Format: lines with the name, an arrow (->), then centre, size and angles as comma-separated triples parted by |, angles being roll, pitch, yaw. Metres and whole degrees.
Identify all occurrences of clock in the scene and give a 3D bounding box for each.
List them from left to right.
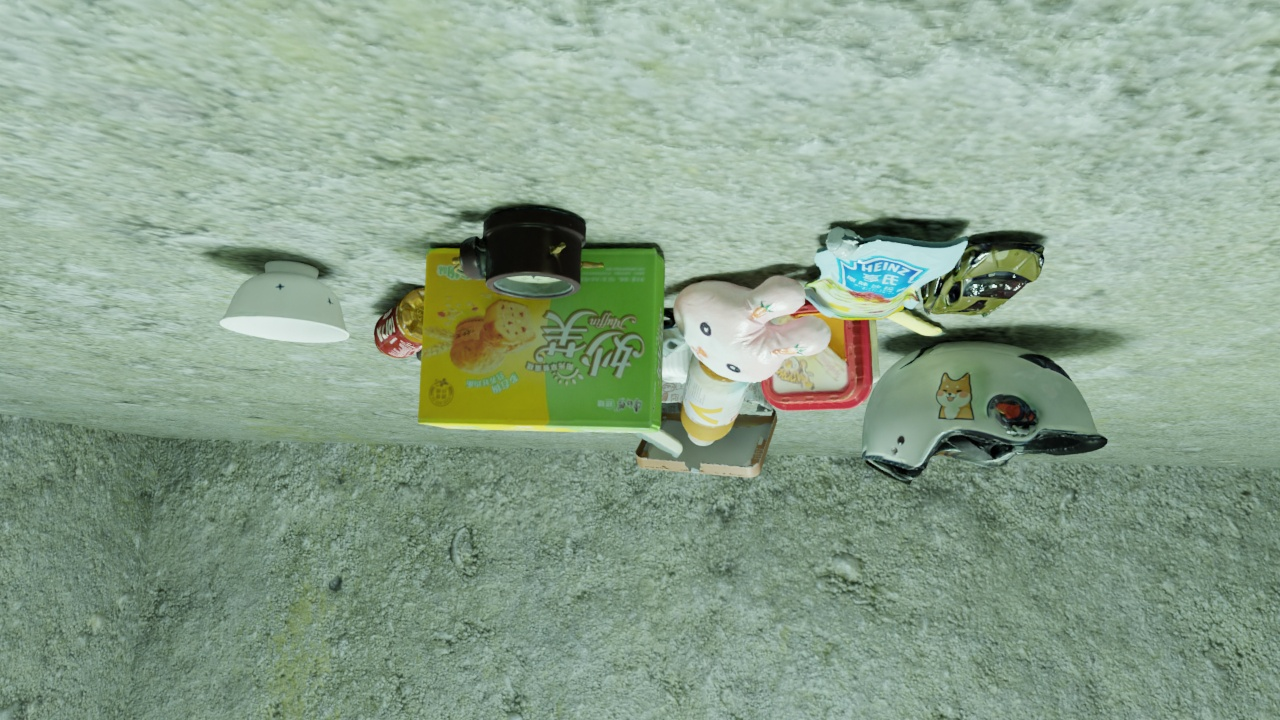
clock -> -0.095, -0.082, 0.736 | 0.122, 0.055, 0.082 | -7, 167, 29

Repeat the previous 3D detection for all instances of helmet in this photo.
helmet -> 0.399, 0.053, 1.114 | 0.274, 0.156, 0.230 | -12, 165, 15

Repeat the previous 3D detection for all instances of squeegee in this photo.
squeegee -> -0.006, 0.006, 1.004 | 0.246, 0.039, 0.247 | 30, 152, -11

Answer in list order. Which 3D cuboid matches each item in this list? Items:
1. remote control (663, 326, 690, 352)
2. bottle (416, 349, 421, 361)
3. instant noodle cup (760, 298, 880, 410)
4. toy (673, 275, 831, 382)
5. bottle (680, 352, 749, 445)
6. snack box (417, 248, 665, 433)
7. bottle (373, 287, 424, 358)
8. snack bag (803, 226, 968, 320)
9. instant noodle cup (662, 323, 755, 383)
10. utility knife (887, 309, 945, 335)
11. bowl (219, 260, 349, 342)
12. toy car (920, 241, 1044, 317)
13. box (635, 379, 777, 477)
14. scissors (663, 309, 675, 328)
remote control -> 0.083, -0.034, 1.011 | 0.125, 0.024, 0.049 | -14, 167, 15
bottle -> -0.258, -0.010, 1.215 | 0.079, 0.044, 0.195 | 11, 169, -20
instant noodle cup -> 0.195, -0.010, 0.961 | 0.116, 0.116, 0.124 | -4, -179, 30
toy -> 0.102, -0.033, 0.886 | 0.160, 0.054, 0.121 | -16, 119, 48
bottle -> 0.082, 0.043, 1.043 | 0.068, 0.067, 0.190 | 3, 151, -3
snack box -> -0.085, -0.017, 0.812 | 0.210, 0.157, 0.070 | 1, 174, 7
bottle -> -0.260, -0.036, 1.024 | 0.057, 0.057, 0.175 | 7, 169, -27
snack bag -> 0.200, -0.073, 0.786 | 0.110, 0.038, 0.191 | 13, 170, 6
instant noodle cup -> 0.086, -0.007, 1.114 | 0.174, 0.060, 0.138 | 0, 170, 17
utility knife -> 0.281, -0.044, 0.975 | 0.031, 0.022, 0.215 | -5, 174, 33
bowl -> -0.341, -0.060, 0.892 | 0.118, 0.064, 0.118 | 3, 170, 0
toy car -> 0.290, -0.068, 0.786 | 0.070, 0.042, 0.158 | 1, 167, 3
box -> 0.085, 0.078, 1.259 | 0.182, 0.174, 0.152 | -2, 168, 23
scissors -> -0.045, -0.036, 1.018 | 0.160, 0.014, 0.179 | -18, 149, 15
